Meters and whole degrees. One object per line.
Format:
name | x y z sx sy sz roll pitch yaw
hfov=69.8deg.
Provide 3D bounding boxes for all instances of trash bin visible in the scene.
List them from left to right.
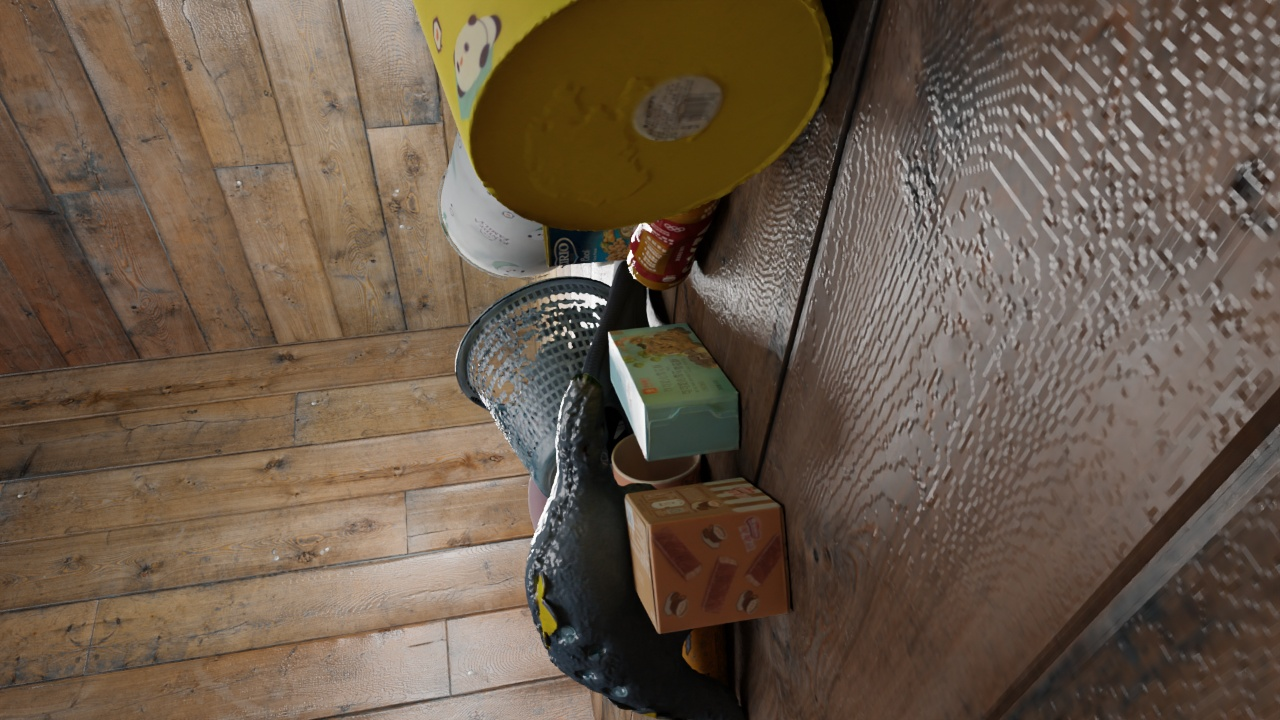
trash bin | -0.155 -0.256 1.242 0.252 0.229 0.229 135 128 -71
trash bin | -0.077 0.048 1.062 0.227 0.226 0.195 93 153 -48
trash bin | -0.028 -0.227 0.491 0.230 0.229 0.255 102 154 -63

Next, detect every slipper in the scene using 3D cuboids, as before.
slipper | -0.005 0.005 0.923 0.111 0.083 0.267 86 -167 -50

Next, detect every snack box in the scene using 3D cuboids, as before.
snack box | 0.023 0.021 0.765 0.174 0.074 0.052 -119 25 -66
snack box | 0.045 0.135 0.652 0.093 0.094 0.077 -155 59 -79

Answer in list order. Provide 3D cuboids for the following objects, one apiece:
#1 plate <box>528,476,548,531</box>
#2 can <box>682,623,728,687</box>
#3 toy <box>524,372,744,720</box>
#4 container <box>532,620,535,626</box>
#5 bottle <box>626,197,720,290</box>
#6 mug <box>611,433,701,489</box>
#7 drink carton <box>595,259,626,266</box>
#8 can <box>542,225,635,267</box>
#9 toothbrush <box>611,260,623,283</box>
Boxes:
plate | -0.052 0.187 1.137 0.039 0.192 0.192 -33 56 35
can | 0.048 0.241 0.824 0.058 0.058 0.146 -127 31 -72
toy | -0.021 0.182 0.730 0.091 0.137 0.356 34 146 67
container | -0.027 0.231 0.871 0.111 0.090 0.090 12 85 45
bottle | 0.026 -0.112 0.705 0.175 0.057 0.057 110 152 -70
mug | 0.011 0.138 0.847 0.114 0.082 0.106 -52 -35 -53
drink carton | -0.040 -0.169 1.070 0.123 0.045 0.053 86 174 -55
can | -0.046 -0.140 0.959 0.075 0.111 0.075 173 91 -83
toothbrush | -0.025 -0.107 1.005 0.016 0.016 0.180 34 -115 -80
